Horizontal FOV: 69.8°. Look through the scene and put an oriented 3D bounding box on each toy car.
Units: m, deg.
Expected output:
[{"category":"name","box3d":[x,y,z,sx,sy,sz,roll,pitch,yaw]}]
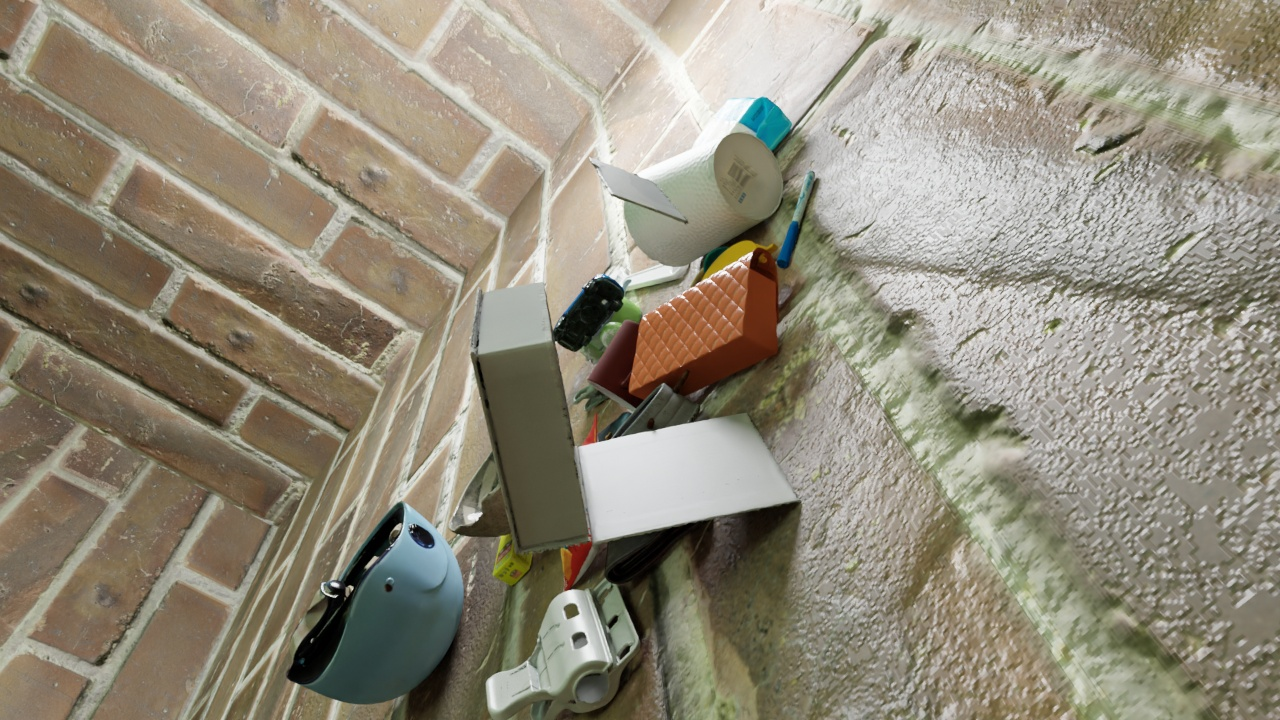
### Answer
[{"category":"toy car","box3d":[-0.071,-0.066,1.217,0.120,0.056,0.043,-47,19,28]}]

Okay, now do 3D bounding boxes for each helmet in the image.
[{"category":"helmet","box3d":[-0.315,0.308,1.144,0.226,0.167,0.265,-46,23,21]}]

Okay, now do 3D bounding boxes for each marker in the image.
[{"category":"marker","box3d":[0.167,-0.153,0.980,0.013,0.013,0.141,-31,30,51]}]

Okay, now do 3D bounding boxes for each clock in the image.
[{"category":"clock","box3d":[0.004,0.079,0.909,0.148,0.056,0.103,-44,5,46]},{"category":"clock","box3d":[0.094,-0.087,1.006,0.130,0.043,0.098,-16,43,52]},{"category":"clock","box3d":[-0.040,-0.045,1.261,0.095,0.042,0.119,-31,30,53]}]

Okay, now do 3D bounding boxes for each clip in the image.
[{"category":"clip","box3d":[-0.059,0.043,1.184,0.076,0.045,0.023,-34,27,49]},{"category":"clip","box3d":[-0.065,0.259,0.792,0.144,0.075,0.124,-44,17,2]}]

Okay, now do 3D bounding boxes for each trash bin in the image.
[{"category":"trash bin","box3d":[0.079,-0.196,1.102,0.162,0.133,0.133,-16,42,55]}]

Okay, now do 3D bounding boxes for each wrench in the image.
[{"category":"wrench","box3d":[0.001,-0.117,1.324,0.066,0.018,0.274,-61,20,-15]}]

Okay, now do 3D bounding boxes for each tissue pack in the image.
[{"category":"tissue pack","box3d":[0.127,-0.296,1.238,0.117,0.066,0.209,-54,17,8]}]

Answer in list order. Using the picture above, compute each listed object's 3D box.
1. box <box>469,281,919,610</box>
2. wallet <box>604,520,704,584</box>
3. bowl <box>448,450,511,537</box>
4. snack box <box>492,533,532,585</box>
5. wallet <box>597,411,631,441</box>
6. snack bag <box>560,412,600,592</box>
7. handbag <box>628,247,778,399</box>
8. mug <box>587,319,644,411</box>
[{"category":"box","box3d":[0.029,0.074,0.744,0.167,0.380,0.172,-110,40,-68]},{"category":"wallet","box3d":[0.016,0.139,0.838,0.120,0.031,0.099,-42,21,20]},{"category":"bowl","box3d":[-0.141,0.142,1.075,0.179,0.081,0.178,-48,15,18]},{"category":"snack box","box3d":[-0.147,0.206,1.122,0.040,0.029,0.147,-46,21,27]},{"category":"wallet","box3d":[-0.051,0.117,1.041,0.115,0.026,0.089,-42,21,35]},{"category":"snack bag","box3d":[-0.058,0.147,0.923,0.144,0.039,0.130,114,160,-49]},{"category":"handbag","box3d":[0.068,-0.031,0.925,0.172,0.060,0.108,-28,46,46]},{"category":"mug","box3d":[-0.006,0.006,1.029,0.082,0.073,0.106,-58,5,-8]}]
